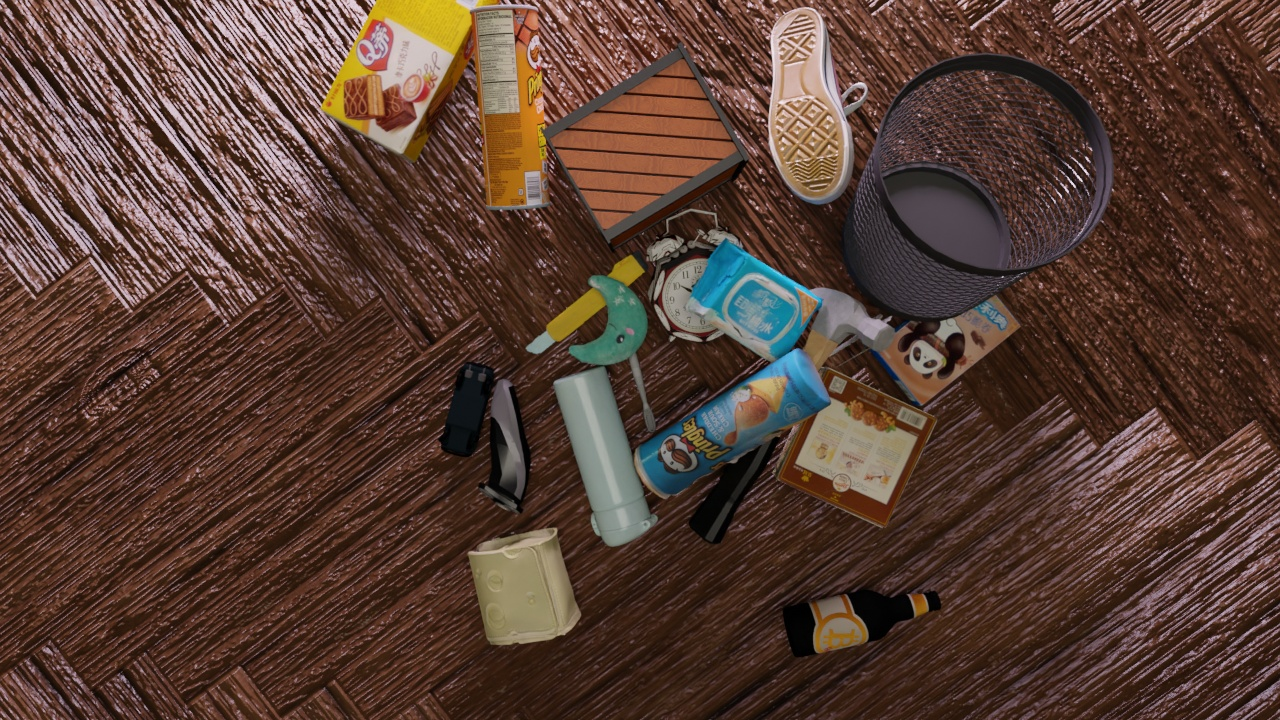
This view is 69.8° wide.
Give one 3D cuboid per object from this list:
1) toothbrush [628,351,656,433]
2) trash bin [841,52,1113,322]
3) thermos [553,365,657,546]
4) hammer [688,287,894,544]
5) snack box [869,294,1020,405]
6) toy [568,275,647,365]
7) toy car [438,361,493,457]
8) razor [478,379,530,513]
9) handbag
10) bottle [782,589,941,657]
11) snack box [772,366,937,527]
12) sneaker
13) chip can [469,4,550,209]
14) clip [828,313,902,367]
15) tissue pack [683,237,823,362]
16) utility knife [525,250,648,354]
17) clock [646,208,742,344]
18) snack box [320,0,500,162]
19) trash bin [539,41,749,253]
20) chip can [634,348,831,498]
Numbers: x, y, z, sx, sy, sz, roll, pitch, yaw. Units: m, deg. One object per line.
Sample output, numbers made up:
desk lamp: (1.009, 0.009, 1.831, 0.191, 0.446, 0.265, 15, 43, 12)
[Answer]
toothbrush: (-0.007, 0.006, 1.100, 0.013, 0.013, 0.167, -15, 90, 0)
trash bin: (0.328, -0.160, 0.959, 0.218, 0.227, 0.217, 0, 77, 0)
thermos: (-0.043, 0.114, 1.077, 0.078, 0.065, 0.207, -16, 93, 22)
hammer: (0.156, 0.067, 1.065, 0.131, 0.039, 0.328, 38, 102, 38)
snack box: (0.358, -0.027, 1.083, 0.151, 0.034, 0.087, -39, 91, 1)
toy: (-0.033, -0.042, 1.071, 0.085, 0.033, 0.105, 18, 83, -18)
toy car: (-0.205, 0.058, 1.091, 0.046, 0.034, 0.112, 15, 92, -1)
razor: (-0.158, 0.101, 1.086, 0.060, 0.057, 0.156, 8, 84, -28)
handbag: (-0.138, 0.268, 1.079, 0.111, 0.081, 0.119, -13, 95, 13)
bottle: (0.264, 0.303, 1.086, 0.181, 0.059, 0.059, -13, 92, 1)
snack box: (0.252, 0.102, 1.086, 0.143, 0.041, 0.147, 24, 92, -1)
sneaker: (0.198, -0.280, 1.048, 0.118, 0.087, 0.240, -10, 71, 23)
chip can: (-0.146, -0.282, 1.035, 0.075, 0.075, 0.215, -2, 104, 0)
clip: (0.276, -0.024, 1.075, 0.058, 0.102, 0.050, -25, 83, -41)
tissue pack: (0.125, -0.061, 1.013, 0.144, 0.061, 0.093, 29, 103, -19)
utility knife: (-0.065, -0.066, 1.093, 0.179, 0.017, 0.030, -39, 87, -1)
clock: (0.064, -0.101, 1.063, 0.114, 0.065, 0.155, -7, 109, -2)
snack box: (-0.263, -0.359, 1.059, 0.110, 0.061, 0.230, 29, 92, -1)
trash bin: (0.005, -0.229, 1.024, 0.172, 0.139, 0.139, -31, 92, 2)
chip can: (0.102, 0.074, 1.030, 0.230, 0.079, 0.080, -34, 92, 25)
